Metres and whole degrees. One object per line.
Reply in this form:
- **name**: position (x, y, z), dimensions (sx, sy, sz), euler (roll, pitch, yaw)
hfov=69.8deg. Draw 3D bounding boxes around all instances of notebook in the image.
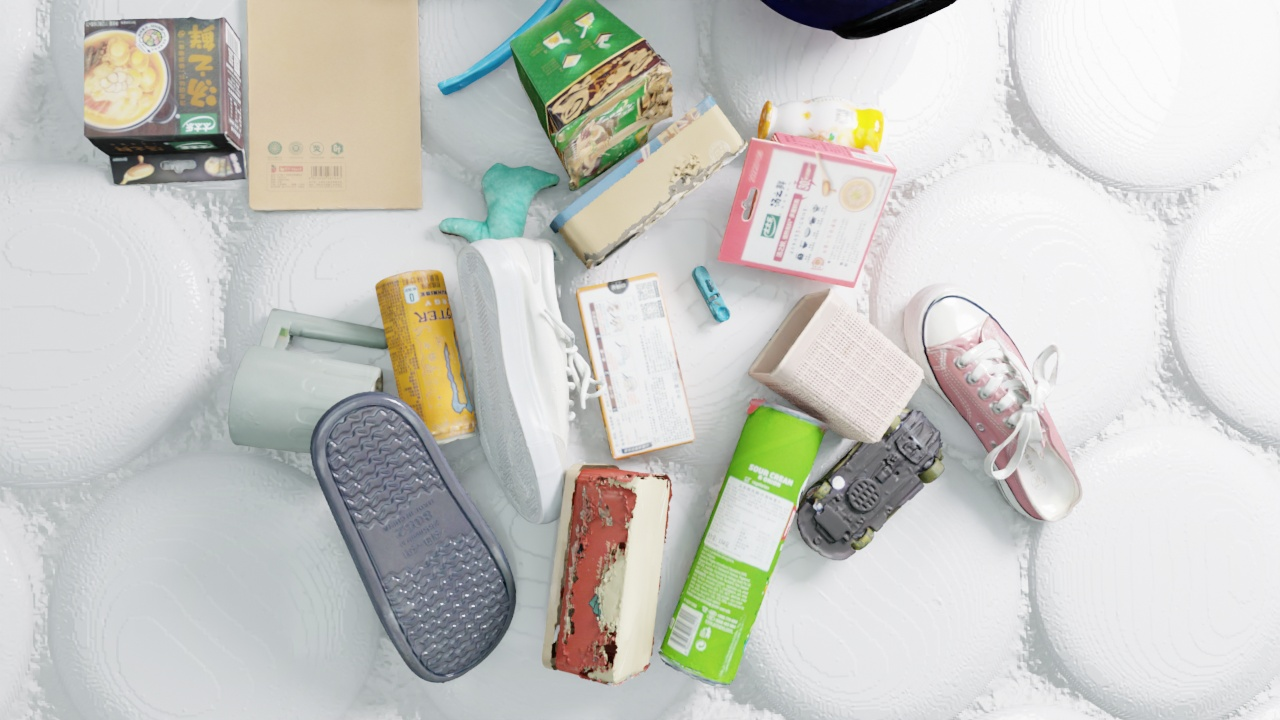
- **notebook**: position (-0.266, -0.234, 0.800), dimensions (0.148, 0.008, 0.207), euler (-2, 88, -6)

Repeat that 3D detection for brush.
- **brush**: position (-0.072, -0.310, 0.796), dimensions (0.255, 0.083, 0.046), euler (-38, 94, 2)

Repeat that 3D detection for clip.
- **clip**: position (0.063, -0.059, 0.818), dimensions (0.014, 0.043, 0.056), euler (-28, 94, -5)

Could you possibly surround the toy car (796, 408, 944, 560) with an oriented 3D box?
- **toy car**: position (0.202, 0.108, 0.812), dimensions (0.158, 0.042, 0.070), euler (-42, 92, -7)

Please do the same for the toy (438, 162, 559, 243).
- **toy**: position (-0.124, -0.128, 0.799), dimensions (0.096, 0.030, 0.092), euler (10, 85, 2)

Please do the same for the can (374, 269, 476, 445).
- **can**: position (-0.180, -0.001, 0.773), dimensions (0.058, 0.058, 0.146), euler (-13, 89, -6)

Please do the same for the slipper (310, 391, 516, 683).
- **slipper**: position (-0.187, 0.139, 0.754), dimensions (0.110, 0.083, 0.268), euler (-27, 114, -19)

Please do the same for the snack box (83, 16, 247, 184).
- **snack box**: position (-0.397, -0.218, 0.770), dimensions (0.113, 0.053, 0.125), euler (-4, 83, -5)

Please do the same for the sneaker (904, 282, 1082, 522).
- **sneaker**: position (0.321, 0.036, 0.803), dimensions (0.118, 0.088, 0.241), euler (-30, 92, -6)

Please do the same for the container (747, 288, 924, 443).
- **container**: position (0.170, 0.009, 0.791), dimensions (0.111, 0.090, 0.090), euler (37, 85, -5)

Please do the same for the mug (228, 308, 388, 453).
- **mug**: position (-0.269, 0.019, 0.761), dimensions (0.103, 0.084, 0.123), euler (10, 62, -6)

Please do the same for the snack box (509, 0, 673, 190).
- **snack box**: position (-0.049, -0.232, 0.777), dimensions (0.117, 0.118, 0.105), euler (-36, 79, -6)

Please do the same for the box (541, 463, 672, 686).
- **box**: position (-0.019, 0.173, 0.754), dimensions (0.080, 0.091, 0.168), euler (5, 87, 24)

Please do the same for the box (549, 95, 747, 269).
- **box**: position (0.000, -0.145, 0.781), dimensions (0.184, 0.090, 0.059), euler (-37, 98, -7)

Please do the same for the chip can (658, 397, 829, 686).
- **chip can**: position (0.087, 0.153, 0.785), dimensions (0.072, 0.072, 0.236), euler (21, 86, -4)

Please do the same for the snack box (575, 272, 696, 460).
- **snack box**: position (-0.005, 0.005, 0.806), dimensions (0.075, 0.026, 0.153), euler (-13, 89, -6)

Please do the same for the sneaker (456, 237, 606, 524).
- **sneaker**: position (-0.086, 0.014, 0.775), dimensions (0.090, 0.090, 0.242), euler (-15, 101, -36)

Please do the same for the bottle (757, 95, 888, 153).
- **bottle**: position (0.160, -0.202, 0.810), dimensions (0.108, 0.063, 0.063), euler (9, 87, -5)

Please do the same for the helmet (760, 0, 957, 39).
- **helmet**: position (0.212, -0.396, 0.730), dimensions (0.315, 0.240, 0.247), euler (-15, 88, 5)

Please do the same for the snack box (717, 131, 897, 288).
- **snack box**: position (0.139, -0.131, 0.790), dimensions (0.127, 0.044, 0.113), euler (11, 120, -6)
